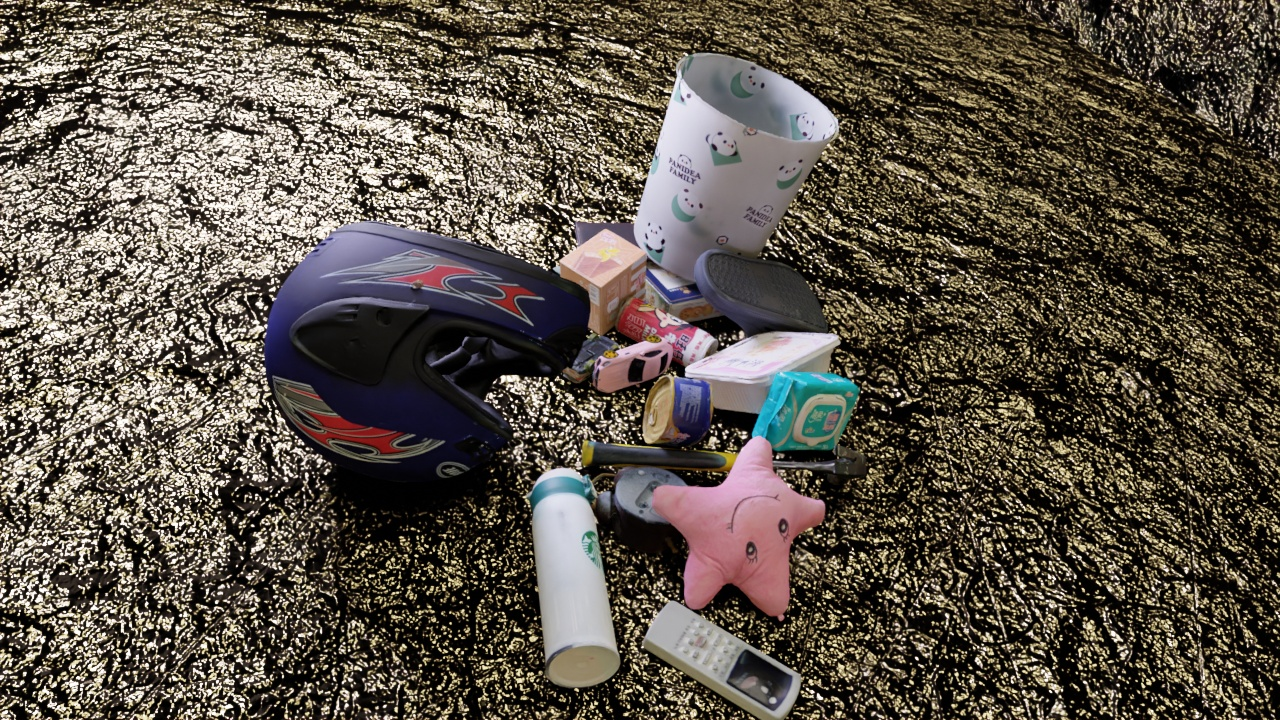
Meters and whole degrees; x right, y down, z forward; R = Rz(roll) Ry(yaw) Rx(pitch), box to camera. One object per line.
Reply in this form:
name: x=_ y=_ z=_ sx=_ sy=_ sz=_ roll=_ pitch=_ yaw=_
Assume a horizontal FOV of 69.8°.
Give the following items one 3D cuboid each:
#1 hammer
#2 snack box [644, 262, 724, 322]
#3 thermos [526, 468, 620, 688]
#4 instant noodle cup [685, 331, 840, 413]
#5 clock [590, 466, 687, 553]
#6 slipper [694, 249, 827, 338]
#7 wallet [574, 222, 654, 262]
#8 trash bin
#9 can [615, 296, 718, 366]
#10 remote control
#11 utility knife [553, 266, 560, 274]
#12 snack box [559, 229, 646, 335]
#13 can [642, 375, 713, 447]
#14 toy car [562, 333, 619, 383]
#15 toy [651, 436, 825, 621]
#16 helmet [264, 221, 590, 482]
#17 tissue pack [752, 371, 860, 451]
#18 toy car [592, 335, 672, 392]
hammer: x=0.095 y=0.113 z=1.039 sx=0.323 sy=0.126 sz=0.032 roll=4 pitch=76 yaw=-2
snack box: x=0.068 y=-0.131 z=1.371 sx=0.177 sy=0.046 sz=0.182 roll=-13 pitch=44 yaw=-29
thermos: x=-0.067 y=0.200 z=0.894 sx=0.073 sy=0.073 sz=0.224 roll=2 pitch=39 yaw=-14
instant noodle cup: x=0.160 y=0.016 z=1.168 sx=0.173 sy=0.060 sz=0.138 roll=-26 pitch=20 yaw=-38
clock: x=0.000 y=0.154 z=0.982 sx=0.122 sy=0.055 sz=0.081 roll=25 pitch=40 yaw=16
slipper: x=0.157 y=-0.084 z=1.283 sx=0.267 sy=0.084 sz=0.110 roll=12 pitch=56 yaw=-42
wallet: x=-0.032 y=-0.173 z=1.347 sx=0.122 sy=0.020 sz=0.096 roll=-2 pitch=40 yaw=-11
trash bin: x=0.116 y=-0.257 z=1.279 sx=0.229 sy=0.253 sz=0.229 roll=15 pitch=38 yaw=-12
can: x=0.035 y=-0.035 z=1.232 sx=0.133 sy=0.053 sz=0.053 roll=28 pitch=40 yaw=18
remote control: x=0.078 y=0.284 z=0.868 sx=0.150 sy=0.021 sz=0.058 roll=26 pitch=40 yaw=17
utility knife: x=-0.036 y=-0.085 z=1.309 sx=0.223 sy=0.013 sz=0.029 roll=31 pitch=43 yaw=25
snack box: x=-0.051 y=-0.107 z=1.254 sx=0.077 sy=0.093 sz=0.094 roll=33 pitch=55 yaw=25
can: x=0.041 y=0.060 z=1.053 sx=0.049 sy=0.148 sz=0.074 roll=8 pitch=76 yaw=-10
toy car: x=-0.064 y=-0.004 z=1.179 sx=0.042 sy=0.035 sz=0.090 roll=32 pitch=41 yaw=20
toy: x=0.115 y=0.179 z=0.943 sx=0.194 sy=0.075 sz=0.178 roll=-21 pitch=86 yaw=-28
helmet: x=-0.226 y=0.007 z=0.946 sx=0.315 sy=0.247 sz=0.240 roll=12 pitch=80 yaw=9
tissue pack: x=0.197 y=0.061 z=1.099 sx=0.133 sy=0.093 sz=0.050 roll=3 pitch=24 yaw=-42
toy car: x=-0.007 y=0.007 z=1.167 sx=0.122 sy=0.056 sz=0.037 roll=-20 pitch=41 yaw=-34
